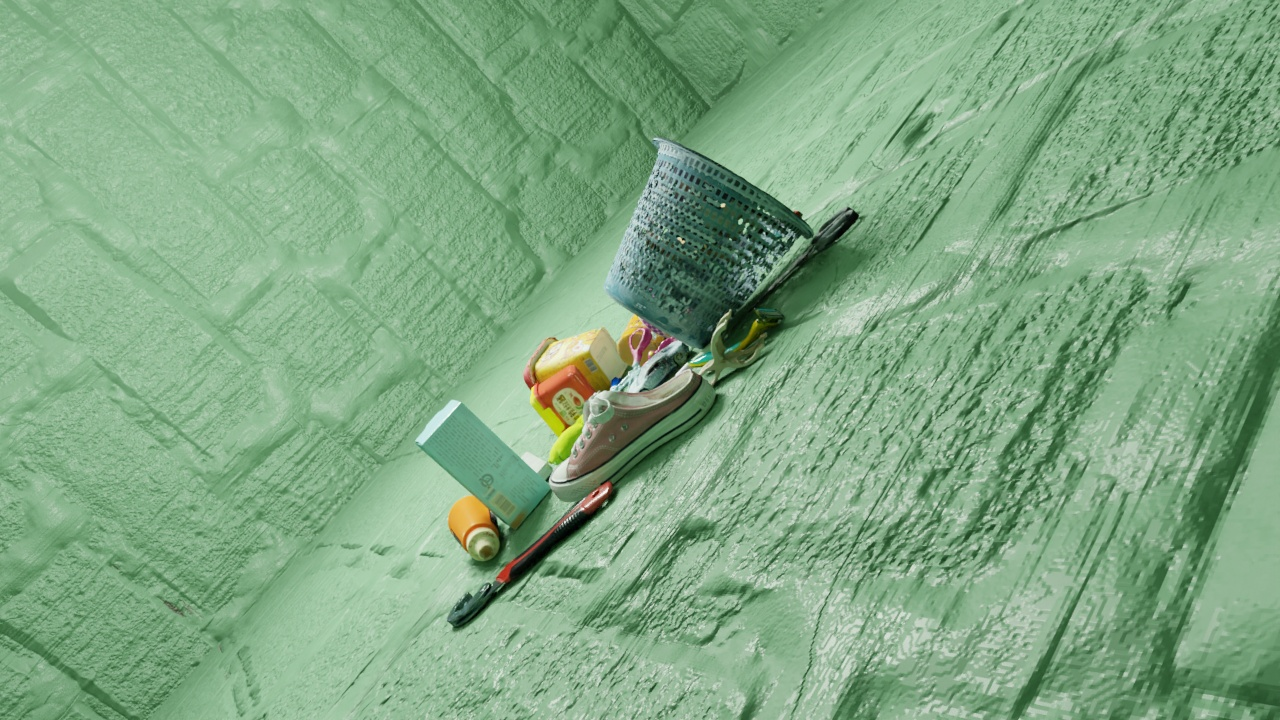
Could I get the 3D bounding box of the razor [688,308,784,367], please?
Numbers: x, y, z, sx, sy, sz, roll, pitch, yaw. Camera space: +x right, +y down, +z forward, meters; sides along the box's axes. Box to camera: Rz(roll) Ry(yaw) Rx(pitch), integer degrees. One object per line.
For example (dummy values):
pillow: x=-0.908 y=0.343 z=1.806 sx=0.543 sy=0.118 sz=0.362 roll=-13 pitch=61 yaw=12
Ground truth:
razor: x=0.103 y=-0.019 z=1.040 sx=0.043 sy=0.028 sz=0.133 roll=-6 pitch=-22 yaw=-49

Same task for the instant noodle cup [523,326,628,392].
instant noodle cup: x=-0.095 y=0.014 z=1.405 sx=0.124 sy=0.116 sz=0.116 roll=-24 pitch=21 yaw=30

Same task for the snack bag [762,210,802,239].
snack bag: x=0.191 y=-0.189 z=1.305 sx=0.045 sy=0.026 sz=0.105 roll=-57 pitch=14 yaw=-12

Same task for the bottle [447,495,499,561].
bottle: x=-0.215 y=0.227 z=1.211 sx=0.066 sy=0.067 sz=0.149 roll=-46 pitch=20 yaw=-6

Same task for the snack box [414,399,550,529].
snack box: x=-0.203 y=0.136 z=1.192 sx=0.074 sy=0.175 sz=0.052 roll=-49 pitch=19 yaw=-17

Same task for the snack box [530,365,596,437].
snack box: x=-0.104 y=0.059 z=1.323 sx=0.080 sy=0.091 sz=0.082 roll=-38 pitch=13 yaw=3

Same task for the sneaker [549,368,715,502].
sneaker: x=-0.028 y=0.073 z=1.029 sx=0.242 sy=0.088 sz=0.118 roll=-37 pitch=15 yaw=30

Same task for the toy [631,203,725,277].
toy: x=0.072 y=-0.164 z=1.490 sx=0.226 sy=0.082 sz=0.143 roll=-38 pitch=23 yaw=20

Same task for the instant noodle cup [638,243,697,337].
instant noodle cup: x=0.050 y=-0.092 z=1.282 sx=0.099 sy=0.111 sz=0.111 roll=-45 pitch=10 yaw=36

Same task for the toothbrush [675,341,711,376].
toothbrush: x=0.024 y=0.048 z=1.104 sx=0.189 sy=0.020 sz=0.029 roll=-45 pitch=8 yaw=6

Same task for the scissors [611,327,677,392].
scissors: x=-0.009 y=0.008 z=1.248 sx=0.135 sy=0.017 sz=0.108 roll=-42 pitch=52 yaw=-1

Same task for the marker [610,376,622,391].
marker: x=-0.038 y=0.056 z=1.279 sx=0.017 sy=0.017 sz=0.145 roll=-41 pitch=13 yaw=16

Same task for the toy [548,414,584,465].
toy: x=-0.089 y=0.103 z=1.254 sx=0.099 sy=0.031 sz=0.097 roll=-48 pitch=0 yaw=-40

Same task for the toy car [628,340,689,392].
toy car: x=0.021 y=0.014 z=1.193 sx=0.105 sy=0.031 sz=0.049 roll=-47 pitch=12 yaw=-5

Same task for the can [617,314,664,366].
can: x=0.011 y=-0.049 z=1.360 sx=0.058 sy=0.058 sz=0.145 roll=-37 pitch=15 yaw=31

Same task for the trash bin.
trash bin: x=0.064 y=-0.130 z=1.122 sx=0.195 sy=0.226 sz=0.226 roll=-59 pitch=11 yaw=7

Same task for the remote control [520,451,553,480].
remote control: x=-0.163 y=0.165 z=1.321 sx=0.058 sy=0.021 sz=0.150 roll=-48 pitch=13 yaw=-11

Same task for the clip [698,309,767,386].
clip: x=0.085 y=-0.014 z=1.000 sx=0.102 sy=0.095 sz=0.034 roll=-25 pitch=21 yaw=29

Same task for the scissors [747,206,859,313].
scissors: x=0.196 y=-0.124 z=1.126 sx=0.176 sy=0.014 sz=0.132 roll=-36 pitch=16 yaw=45

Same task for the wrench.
wrench: x=-0.129 y=0.223 z=1.039 sx=0.274 sy=0.016 sz=0.056 roll=-41 pitch=13 yaw=19
